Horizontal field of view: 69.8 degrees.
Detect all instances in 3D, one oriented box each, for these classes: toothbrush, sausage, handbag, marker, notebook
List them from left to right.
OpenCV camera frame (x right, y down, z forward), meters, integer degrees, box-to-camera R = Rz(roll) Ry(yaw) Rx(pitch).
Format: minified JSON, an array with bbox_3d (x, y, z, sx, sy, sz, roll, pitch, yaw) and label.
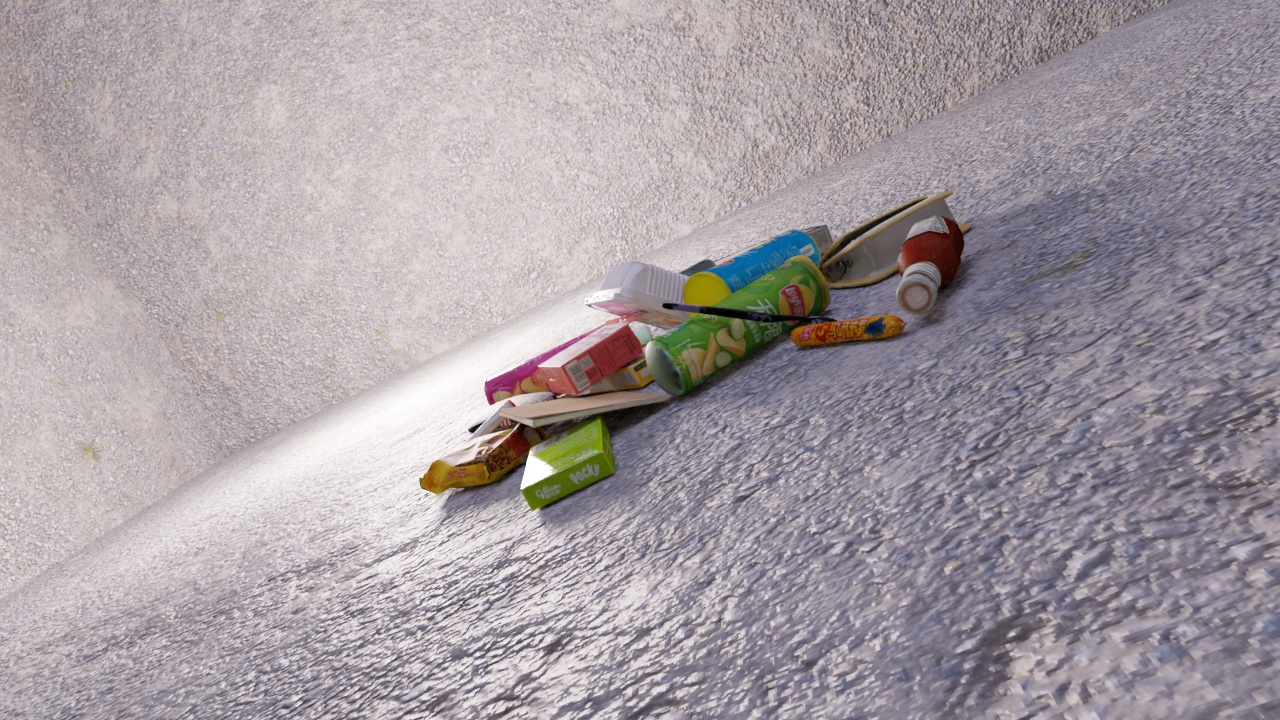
[{"bbox_3d":[-0.211,0.104,1.149,0.145,0.017,0.017,-46,15,-16],"label":"marker"},{"bbox_3d":[-0.072,0.051,1.053,0.149,0.012,0.212,-10,3,-18],"label":"notebook"},{"bbox_3d":[-0.081,0.009,1.391,0.224,0.026,0.027,-27,31,-3],"label":"toothbrush"},{"bbox_3d":[0.114,-0.046,0.961,0.189,0.014,0.016,7,48,11],"label":"toothbrush"},{"bbox_3d":[0.195,-0.028,0.880,0.021,0.021,0.165,-31,11,-25],"label":"sausage"},{"bbox_3d":[0.296,-0.148,1.149,0.163,0.063,0.179,-28,6,-17],"label":"handbag"}]

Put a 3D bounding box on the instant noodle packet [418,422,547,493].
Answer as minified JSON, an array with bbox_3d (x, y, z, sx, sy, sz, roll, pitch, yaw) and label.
[{"bbox_3d":[-0.184,0.113,1.072,0.129,0.044,0.110,-19,8,40],"label":"instant noodle packet"}]

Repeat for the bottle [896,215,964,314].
[{"bbox_3d":[0.277,-0.091,0.887,0.060,0.060,0.205,-21,12,29],"label":"bottle"}]

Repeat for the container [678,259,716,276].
[{"bbox_3d":[0.069,-0.088,1.327,0.090,0.090,0.111,-28,7,-8],"label":"container"}]

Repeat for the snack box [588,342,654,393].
[{"bbox_3d":[-0.007,0.007,1.194,0.086,0.034,0.141,-32,13,-29],"label":"snack box"}]

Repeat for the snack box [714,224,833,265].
[{"bbox_3d":[0.189,-0.159,1.456,0.178,0.046,0.182,-23,7,-8],"label":"snack box"}]

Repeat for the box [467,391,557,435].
[{"bbox_3d":[-0.168,0.080,1.221,0.165,0.060,0.071,-15,38,47],"label":"box"}]

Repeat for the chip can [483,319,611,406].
[{"bbox_3d":[-0.119,0.016,1.323,0.211,0.071,0.071,-25,10,13],"label":"chip can"}]

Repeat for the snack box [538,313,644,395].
[{"bbox_3d":[-0.055,-0.007,1.166,0.127,0.044,0.113,-33,10,-17],"label":"snack box"}]

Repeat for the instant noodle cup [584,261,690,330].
[{"bbox_3d":[0.029,-0.079,1.176,0.173,0.060,0.138,17,-6,-22],"label":"instant noodle cup"}]

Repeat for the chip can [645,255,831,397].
[{"bbox_3d":[0.107,-0.038,1.013,0.220,0.072,0.073,-31,11,-21],"label":"chip can"}]

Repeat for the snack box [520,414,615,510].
[{"bbox_3d":[-0.071,0.097,0.904,0.086,0.026,0.156,-26,9,0],"label":"snack box"}]

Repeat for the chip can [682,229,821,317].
[{"bbox_3d":[0.143,-0.104,1.143,0.071,0.071,0.209,-16,9,45],"label":"chip can"}]
